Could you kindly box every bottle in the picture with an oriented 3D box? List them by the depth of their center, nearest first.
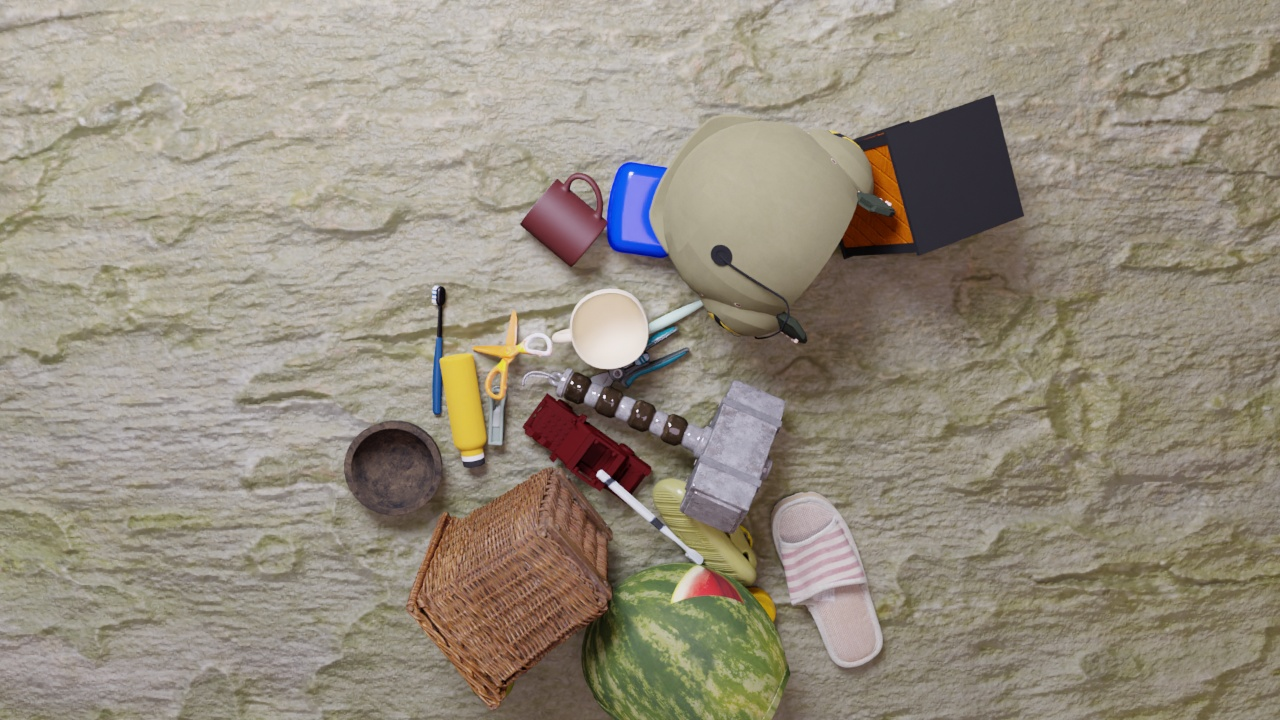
[{"bbox_3d":[-0.225,0.065,1.177,0.043,0.043,0.144,-8,100,-3],"label":"bottle"}]

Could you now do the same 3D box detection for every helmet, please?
[{"bbox_3d":[0.134,-0.162,1.046,0.233,0.255,0.250,32,99,-9],"label":"helmet"},{"bbox_3d":[0.053,0.372,1.156,0.247,0.212,0.244,33,118,10],"label":"helmet"}]

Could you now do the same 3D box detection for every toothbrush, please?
[{"bbox_3d":[0.012,0.202,1.175,0.187,0.017,0.012,43,60,-14],"label":"toothbrush"},{"bbox_3d":[-0.260,-0.012,1.177,0.014,0.014,0.168,10,103,29],"label":"toothbrush"},{"bbox_3d":[0.068,-0.068,1.189,0.155,0.015,0.022,-25,132,0],"label":"toothbrush"}]

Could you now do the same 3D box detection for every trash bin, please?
[{"bbox_3d":[0.324,-0.211,1.089,0.139,0.172,0.140,-21,100,-13],"label":"trash bin"}]

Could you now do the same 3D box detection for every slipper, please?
[{"bbox_3d":[0.091,0.216,1.212,0.190,0.092,0.081,53,53,-18],"label":"slipper"},{"bbox_3d":[0.255,0.304,1.243,0.115,0.052,0.263,-24,100,-1],"label":"slipper"}]

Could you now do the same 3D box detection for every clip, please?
[{"bbox_3d":[-0.186,0.071,1.190,0.023,0.044,0.076,2,99,-6],"label":"clip"}]

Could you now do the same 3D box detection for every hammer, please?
[{"bbox_3d":[0.010,0.073,1.150,0.326,0.080,0.176,23,55,4],"label":"hammer"}]

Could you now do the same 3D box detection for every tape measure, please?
[{"bbox_3d":[0.153,0.340,1.253,0.068,0.030,0.059,35,95,-11],"label":"tape measure"}]

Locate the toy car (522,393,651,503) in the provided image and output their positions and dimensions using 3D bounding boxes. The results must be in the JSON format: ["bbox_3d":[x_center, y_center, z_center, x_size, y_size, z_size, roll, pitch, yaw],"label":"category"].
[{"bbox_3d":[-0.069,0.118,1.186,0.170,0.062,0.070,36,95,-8],"label":"toy car"}]

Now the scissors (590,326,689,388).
[{"bbox_3d":[-0.008,-0.001,1.194,0.133,0.019,0.146,14,99,-3],"label":"scissors"}]

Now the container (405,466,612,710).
[{"bbox_3d":[-0.141,0.247,1.101,0.183,0.249,0.162,-35,104,6],"label":"container"}]

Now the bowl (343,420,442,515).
[{"bbox_3d":[-0.311,0.132,1.176,0.121,0.056,0.121,-1,99,-4],"label":"bowl"}]

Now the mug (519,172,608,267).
[{"bbox_3d":[-0.084,-0.179,1.125,0.082,0.073,0.106,40,119,-9],"label":"mug"}]

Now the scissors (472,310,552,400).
[{"bbox_3d":[-0.161,-0.010,1.151,0.131,0.011,0.125,-10,61,23],"label":"scissors"}]

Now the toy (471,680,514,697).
[{"bbox_3d":[-0.205,0.406,1.230,0.090,0.051,0.110,-1,102,-1],"label":"toy"}]

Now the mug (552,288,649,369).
[{"bbox_3d":[-0.050,-0.040,1.143,0.120,0.099,0.096,-11,98,0],"label":"mug"}]

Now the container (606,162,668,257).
[{"bbox_3d":[0.008,-0.187,1.144,0.096,0.058,0.114,8,99,-5],"label":"container"}]
